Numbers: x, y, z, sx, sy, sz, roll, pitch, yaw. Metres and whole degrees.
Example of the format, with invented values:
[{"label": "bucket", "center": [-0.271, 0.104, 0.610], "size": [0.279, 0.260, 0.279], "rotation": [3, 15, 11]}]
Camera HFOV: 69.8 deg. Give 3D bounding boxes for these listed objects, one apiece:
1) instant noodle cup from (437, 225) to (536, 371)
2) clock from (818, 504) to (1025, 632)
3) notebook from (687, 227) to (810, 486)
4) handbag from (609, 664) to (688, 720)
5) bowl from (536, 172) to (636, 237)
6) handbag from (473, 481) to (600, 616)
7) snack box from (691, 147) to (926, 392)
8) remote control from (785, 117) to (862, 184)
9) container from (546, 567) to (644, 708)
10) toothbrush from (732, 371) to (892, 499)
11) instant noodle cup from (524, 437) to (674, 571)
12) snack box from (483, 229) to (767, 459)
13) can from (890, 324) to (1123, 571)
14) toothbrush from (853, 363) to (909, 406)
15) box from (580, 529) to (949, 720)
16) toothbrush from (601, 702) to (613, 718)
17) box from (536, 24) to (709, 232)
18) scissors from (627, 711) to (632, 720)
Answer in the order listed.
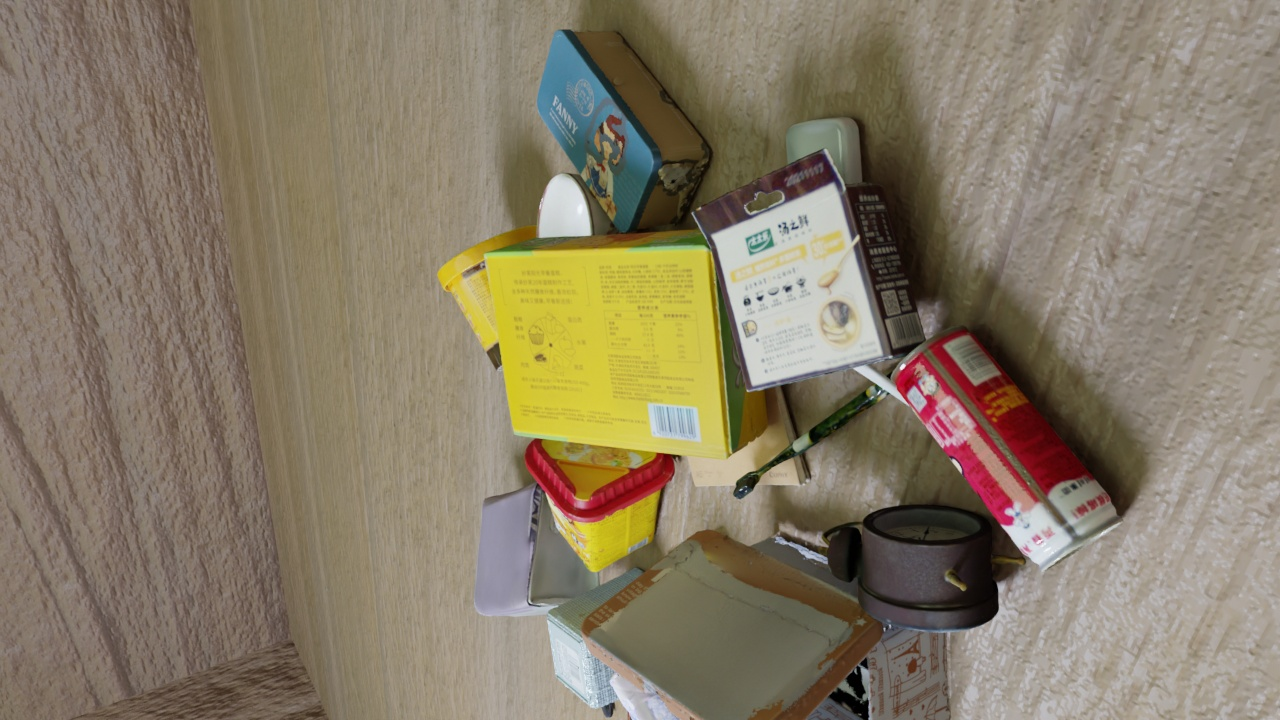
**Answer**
[{"label": "instant noodle cup", "center": [-0.127, -0.060, 0.925], "size": [0.119, 0.118, 0.114], "rotation": [-30, 85, 58]}, {"label": "clock", "center": [0.166, 0.122, 0.567], "size": [0.122, 0.081, 0.055], "rotation": [10, 107, 55]}, {"label": "notebook", "center": [0.060, 0.001, 0.750], "size": [0.150, 0.012, 0.211], "rotation": [-15, 90, 60]}, {"label": "handbag", "center": [0.064, 0.323, 0.763], "size": [0.075, 0.134, 0.194], "rotation": [-44, 64, 6]}, {"label": "bowl", "center": [-0.042, -0.108, 0.808], "size": [0.113, 0.062, 0.113], "rotation": [20, 113, 57]}, {"label": "handbag", "center": [-0.117, 0.212, 1.036], "size": [0.197, 0.098, 0.144], "rotation": [-31, 60, 59]}, {"label": "snack box", "center": [0.102, -0.052, 0.570], "size": [0.113, 0.053, 0.125], "rotation": [-17, 85, 47]}, {"label": "remote control", "center": [0.123, -0.088, 0.600], "size": [0.056, 0.020, 0.136], "rotation": [12, 113, 56]}, {"label": "container", "center": [-0.025, 0.274, 0.904], "size": [0.090, 0.111, 0.090], "rotation": [14, 115, 56]}, {"label": "toothbrush", "center": [0.120, 0.057, 0.652], "size": [0.012, 0.017, 0.186], "rotation": [41, 137, -3]}, {"label": "instant noodle cup", "center": [-0.037, 0.124, 0.870], "size": [0.116, 0.115, 0.124], "rotation": [44, 149, 39]}, {"label": "snack box", "center": [-0.013, -0.017, 0.708], "size": [0.210, 0.069, 0.158], "rotation": [3, 108, 35]}, {"label": "can", "center": [0.199, 0.047, 0.507], "size": [0.132, 0.053, 0.053], "rotation": [58, 145, 25]}, {"label": "toothbrush", "center": [0.138, 0.003, 0.591], "size": [0.180, 0.016, 0.016], "rotation": [42, 129, 32]}, {"label": "box", "center": [0.082, 0.219, 0.633], "size": [0.183, 0.193, 0.157], "rotation": [15, 116, 55]}, {"label": "toothbrush", "center": [-0.053, 0.330, 1.065], "size": [0.018, 0.015, 0.181], "rotation": [1, 103, 64]}, {"label": "box", "center": [-0.021, -0.193, 0.748], "size": [0.184, 0.059, 0.090], "rotation": [54, 142, 27]}, {"label": "scissors", "center": [0.016, 0.451, 0.942], "size": [0.211, 0.021, 0.221], "rotation": [-52, 42, 46]}]
